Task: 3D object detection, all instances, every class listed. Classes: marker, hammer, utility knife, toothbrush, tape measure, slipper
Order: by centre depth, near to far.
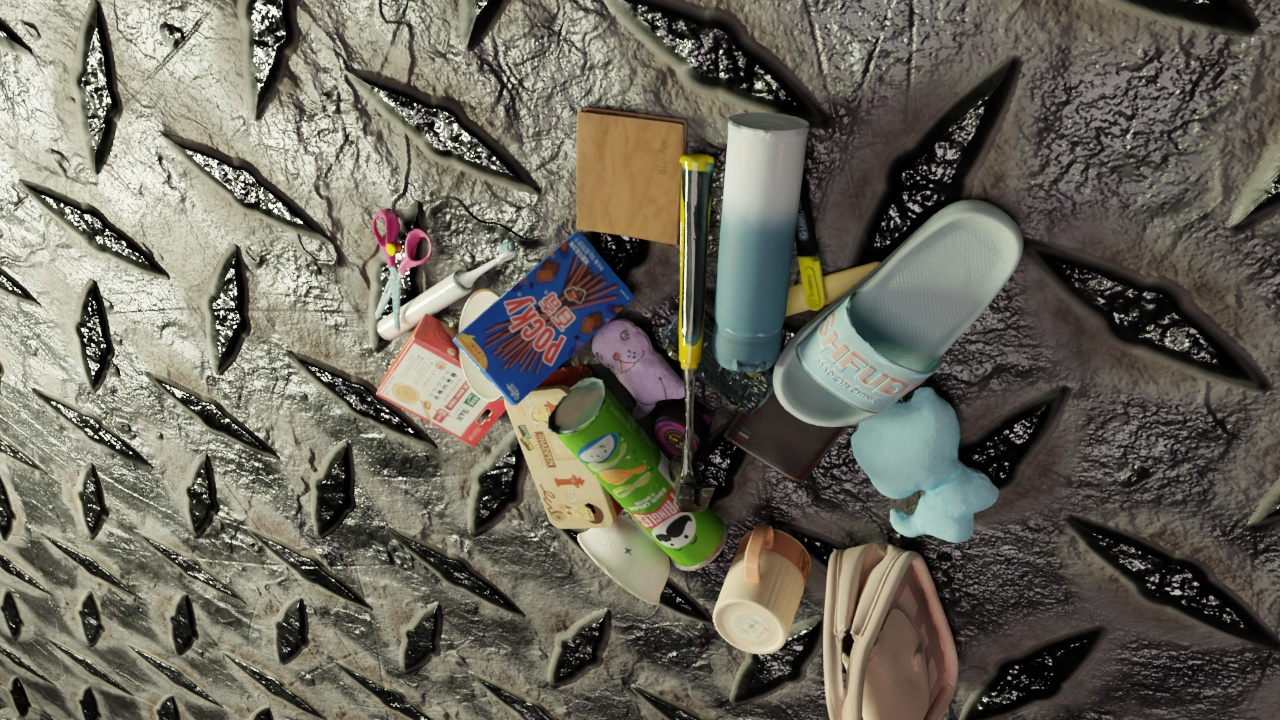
[{"bbox_3d":[0.211,-0.026,0.757,0.104,0.074,0.246,38,120,-5],"label":"slipper"},{"bbox_3d":[0.141,-0.101,0.781,0.018,0.015,0.124,-3,112,27],"label":"marker"},{"bbox_3d":[0.159,-0.058,0.809,0.173,0.018,0.031,-14,119,33],"label":"utility knife"},{"bbox_3d":[0.047,-0.016,0.810,0.032,0.126,0.324,0,107,-3],"label":"hammer"},{"bbox_3d":[0.043,0.069,0.937,0.057,0.039,0.058,7,131,29],"label":"tape measure"},{"bbox_3d":[-0.204,-0.072,0.965,0.222,0.026,0.026,-25,68,36],"label":"toothbrush"}]

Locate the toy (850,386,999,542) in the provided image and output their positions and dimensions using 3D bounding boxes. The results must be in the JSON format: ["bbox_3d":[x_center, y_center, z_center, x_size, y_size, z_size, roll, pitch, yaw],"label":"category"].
[{"bbox_3d":[0.255,0.096,0.846,0.156,0.049,0.162,24,125,4],"label":"toy"}]

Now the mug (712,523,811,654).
[{"bbox_3d":[0.127,0.231,0.963,0.082,0.105,0.115,6,124,22],"label":"mug"}]

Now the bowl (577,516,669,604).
[{"bbox_3d":[-0.006,0.210,1.031,0.118,0.118,0.065,39,90,-3],"label":"bowl"}]

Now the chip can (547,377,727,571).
[{"bbox_3d":[0.001,0.119,0.935,0.072,0.072,0.236,-16,128,33],"label":"chip can"}]

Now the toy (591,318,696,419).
[{"bbox_3d":[-0.005,0.005,0.916,0.084,0.038,0.108,-31,106,35],"label":"toy"}]

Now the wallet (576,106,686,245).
[{"bbox_3d":[-0.009,-0.163,0.818,0.101,0.020,0.115,11,123,17],"label":"wallet"}]

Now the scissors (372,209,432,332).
[{"bbox_3d":[-0.250,-0.089,0.968,0.096,0.017,0.137,13,114,23],"label":"scissors"}]

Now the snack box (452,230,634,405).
[{"bbox_3d":[-0.090,-0.040,0.864,0.084,0.157,0.026,49,169,-11],"label":"snack box"}]

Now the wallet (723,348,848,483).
[{"bbox_3d":[0.148,0.055,0.892,0.096,0.020,0.123,31,127,4],"label":"wallet"}]

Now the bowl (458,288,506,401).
[{"bbox_3d":[-0.132,-0.017,0.933,0.114,0.062,0.113,6,97,51],"label":"bowl"}]

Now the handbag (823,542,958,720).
[{"bbox_3d":[0.231,0.314,0.887,0.094,0.233,0.193,-9,118,32],"label":"handbag"}]

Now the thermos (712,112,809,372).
[{"bbox_3d":[0.096,-0.093,0.770,0.070,0.070,0.221,12,120,18],"label":"thermos"}]

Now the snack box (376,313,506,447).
[{"bbox_3d":[-0.209,0.024,1.012,0.127,0.044,0.113,31,131,-16],"label":"snack box"}]

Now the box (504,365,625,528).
[{"bbox_3d":[-0.068,0.090,0.988,0.091,0.079,0.168,-7,112,30],"label":"box"}]

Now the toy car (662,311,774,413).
[{"bbox_3d":[0.075,-0.002,0.875,0.120,0.036,0.054,40,129,11],"label":"toy car"}]
